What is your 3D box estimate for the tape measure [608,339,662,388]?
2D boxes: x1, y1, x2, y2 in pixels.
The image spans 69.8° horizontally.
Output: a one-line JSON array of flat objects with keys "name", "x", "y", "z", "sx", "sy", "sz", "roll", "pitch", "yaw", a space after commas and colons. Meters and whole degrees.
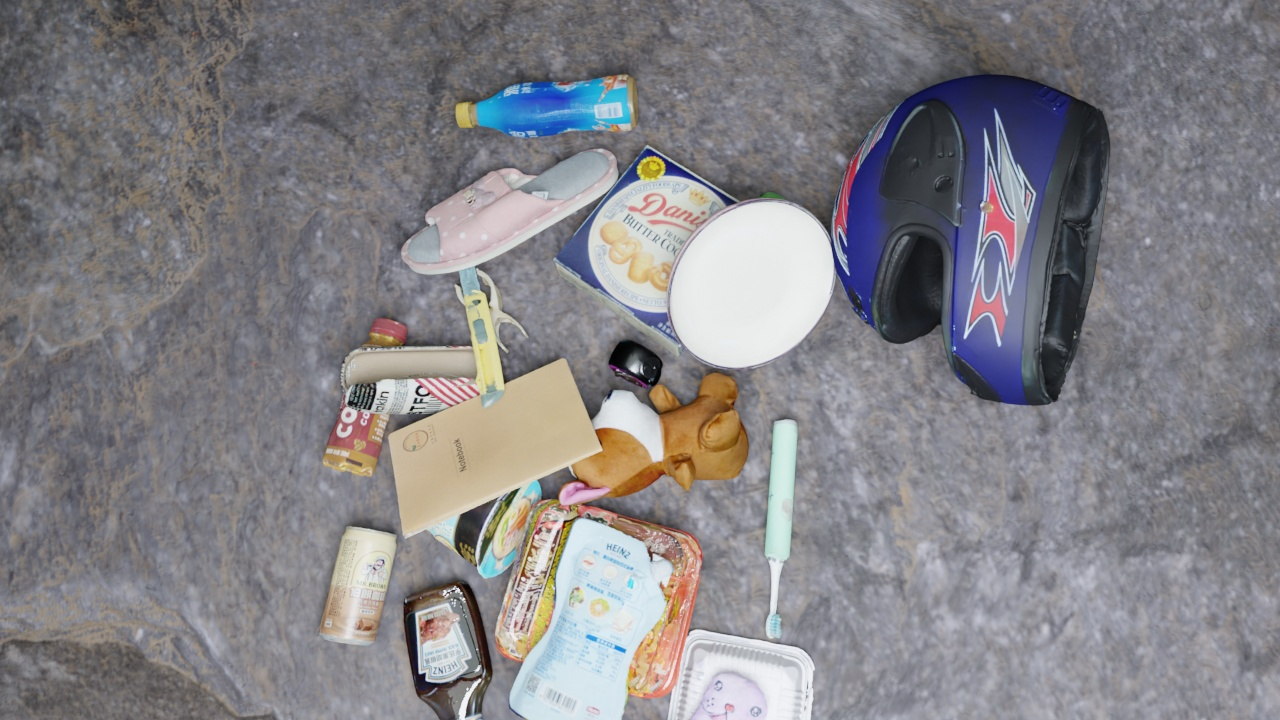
[{"name": "tape measure", "x": -0.006, "y": 0.006, "z": 1.002, "sx": 0.058, "sy": 0.057, "sz": 0.039, "roll": 29, "pitch": 80, "yaw": 6}]

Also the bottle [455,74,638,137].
[{"name": "bottle", "x": -0.113, "y": -0.303, "z": 1.106, "sx": 0.219, "sy": 0.065, "sz": 0.065, "roll": -3, "pitch": 73, "yaw": 8}]

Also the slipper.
[{"name": "slipper", "x": -0.154, "y": -0.183, "z": 1.063, "sx": 0.274, "sy": 0.054, "sz": 0.114, "roll": -26, "pitch": 42, "yaw": -3}]

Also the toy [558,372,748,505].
[{"name": "toy", "x": 0.009, "y": 0.082, "z": 0.946, "sx": 0.200, "sy": 0.140, "sz": 0.130, "roll": -17, "pitch": 111, "yaw": 10}]

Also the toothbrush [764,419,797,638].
[{"name": "toothbrush", "x": 0.143, "y": 0.171, "z": 0.947, "sx": 0.026, "sy": 0.027, "sz": 0.224, "roll": 15, "pitch": 72, "yaw": -27}]

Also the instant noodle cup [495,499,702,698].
[{"name": "instant noodle cup", "x": -0.037, "y": 0.237, "z": 0.924, "sx": 0.189, "sy": 0.079, "sz": 0.164, "roll": 13, "pitch": 76, "yaw": 12}]

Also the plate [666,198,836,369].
[{"name": "plate", "x": 0.113, "y": -0.083, "z": 0.968, "sx": 0.192, "sy": 0.192, "sz": 0.039, "roll": -30, "pitch": 33, "yaw": -2}]

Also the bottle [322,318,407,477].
[{"name": "bottle", "x": -0.304, "y": 0.040, "z": 1.030, "sx": 0.057, "sy": 0.057, "sz": 0.174, "roll": 10, "pitch": 75, "yaw": 10}]

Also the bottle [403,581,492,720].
[{"name": "bottle", "x": -0.189, "y": 0.329, "z": 0.935, "sx": 0.080, "sy": 0.044, "sz": 0.194, "roll": -17, "pitch": 73, "yaw": 3}]

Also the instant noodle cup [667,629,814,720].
[{"name": "instant noodle cup", "x": 0.092, "y": 0.356, "z": 0.882, "sx": 0.138, "sy": 0.060, "sz": 0.173, "roll": 8, "pitch": 76, "yaw": 10}]

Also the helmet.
[{"name": "helmet", "x": 0.309, "y": -0.120, "z": 0.906, "sx": 0.241, "sy": 0.247, "sz": 0.315, "roll": 8, "pitch": 77, "yaw": 36}]

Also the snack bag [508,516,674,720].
[{"name": "snack bag", "x": -0.045, "y": 0.254, "z": 0.860, "sx": 0.110, "sy": 0.039, "sz": 0.190, "roll": 18, "pitch": 79, "yaw": 20}]

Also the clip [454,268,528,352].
[{"name": "clip", "x": -0.182, "y": -0.051, "z": 1.054, "sx": 0.081, "sy": 0.035, "sz": 0.104, "roll": -22, "pitch": 74, "yaw": -1}]

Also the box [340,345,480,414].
[{"name": "box", "x": -0.242, "y": 0.016, "z": 1.001, "sx": 0.162, "sy": 0.076, "sz": 0.087, "roll": -4, "pitch": 59, "yaw": -25}]

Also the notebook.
[{"name": "notebook", "x": -0.153, "y": 0.084, "z": 0.935, "sx": 0.207, "sy": 0.008, "sz": 0.147, "roll": -24, "pitch": 42, "yaw": -2}]

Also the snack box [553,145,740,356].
[{"name": "snack box", "x": 0.026, "y": -0.128, "z": 1.044, "sx": 0.178, "sy": 0.046, "sz": 0.182, "roll": 35, "pitch": 81, "yaw": 15}]

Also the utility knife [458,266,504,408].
[{"name": "utility knife", "x": -0.178, "y": -0.035, "z": 1.012, "sx": 0.031, "sy": 0.021, "sz": 0.198, "roll": -12, "pitch": 55, "yaw": -9}]

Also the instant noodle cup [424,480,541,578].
[{"name": "instant noodle cup", "x": -0.184, "y": 0.152, "z": 0.962, "sx": 0.120, "sy": 0.111, "sz": 0.111, "roll": 21, "pitch": 77, "yaw": 21}]

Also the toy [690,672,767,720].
[{"name": "toy", "x": 0.069, "y": 0.335, "z": 0.839, "sx": 0.084, "sy": 0.039, "sz": 0.108, "roll": 35, "pitch": 81, "yaw": 24}]

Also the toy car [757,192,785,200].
[{"name": "toy car", "x": 0.125, "y": -0.146, "z": 0.996, "sx": 0.043, "sy": 0.036, "sz": 0.091, "roll": 41, "pitch": 79, "yaw": 16}]

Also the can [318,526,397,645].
[{"name": "can", "x": -0.297, "y": 0.237, "z": 0.968, "sx": 0.058, "sy": 0.058, "sz": 0.116, "roll": 7, "pitch": 74, "yaw": 9}]
